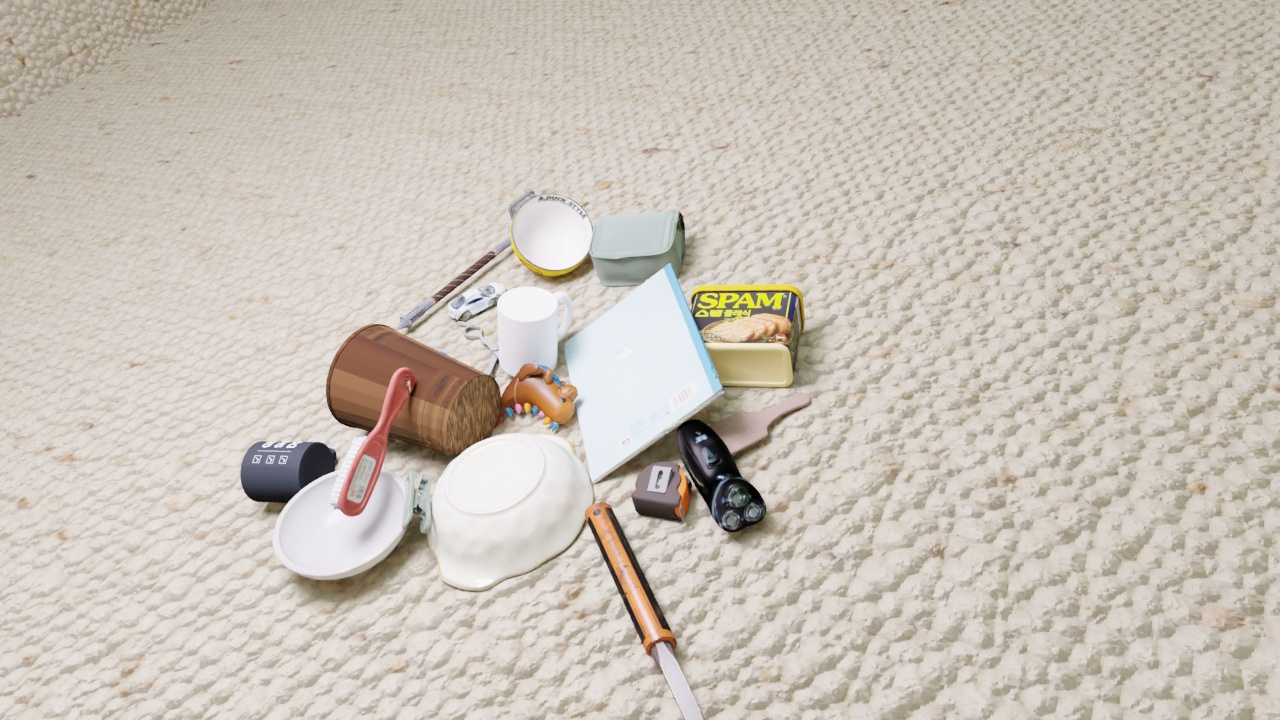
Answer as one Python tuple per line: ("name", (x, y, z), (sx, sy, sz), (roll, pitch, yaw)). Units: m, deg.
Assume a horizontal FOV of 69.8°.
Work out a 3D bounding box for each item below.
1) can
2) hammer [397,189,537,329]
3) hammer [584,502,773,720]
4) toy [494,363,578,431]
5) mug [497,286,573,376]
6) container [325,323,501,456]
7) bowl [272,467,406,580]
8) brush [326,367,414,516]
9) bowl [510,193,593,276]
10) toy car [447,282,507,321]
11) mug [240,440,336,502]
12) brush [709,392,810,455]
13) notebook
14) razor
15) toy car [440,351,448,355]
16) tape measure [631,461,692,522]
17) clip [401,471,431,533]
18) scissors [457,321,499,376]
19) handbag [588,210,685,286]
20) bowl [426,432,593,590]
("can", (0.121, -0.029, 1.089), (0.135, 0.075, 0.104), (1, 45, 18))
("hammer", (-0.235, -0.144, 1.353), (0.098, 0.044, 0.321), (22, 53, 36))
("hammer", (-0.001, 0.249, 0.837), (0.137, 0.035, 0.314), (-22, 40, -9))
("toy", (-0.127, 0.056, 1.099), (0.103, 0.070, 0.090), (-47, 59, -3))
("mug", (-0.128, -0.042, 1.159), (0.074, 0.091, 0.110), (33, 46, 30))
("container", (-0.263, 0.041, 1.091), (0.167, 0.132, 0.131), (17, 49, 25))
("bowl", (-0.318, 0.184, 0.998), (0.149, 0.043, 0.149), (-6, 41, 5))
("brush", (-0.292, 0.085, 0.999), (0.030, 0.041, 0.172), (7, 68, 32))
("bowl", (-0.131, -0.174, 1.322), (0.117, 0.068, 0.117), (3, 77, -13))
("toy car", (-0.231, -0.087, 1.298), (0.089, 0.027, 0.039), (-29, 40, -17))
("mug", (-0.405, 0.125, 1.083), (0.077, 0.071, 0.105), (-1, 15, 16))
("brush", (0.133, 0.070, 1.021), (0.135, 0.015, 0.050), (-25, 42, -20))
("notebook", (-0.006, 0.006, 1.078), (0.181, 0.009, 0.253), (-36, 37, 16))
("razor", (0.077, 0.112, 0.941), (0.053, 0.064, 0.140), (-20, 51, -13))
("toy car", (-0.254, 0.024, 1.190), (0.033, 0.062, 0.092), (-37, 75, -26))
("tape measure", (0.024, 0.133, 0.958), (0.058, 0.038, 0.058), (6, 44, 23))
("clip", (-0.237, 0.151, 0.977), (0.042, 0.023, 0.075), (15, 33, -21))
("scissors", (-0.203, -0.017, 1.220), (0.158, 0.014, 0.141), (9, 42, 26))
("handbag", (-0.002, -0.159, 1.280), (0.122, 0.067, 0.106), (-3, 50, 14))
("bowl", (-0.149, 0.140, 0.987), (0.189, 0.060, 0.218), (7, 44, 24))
